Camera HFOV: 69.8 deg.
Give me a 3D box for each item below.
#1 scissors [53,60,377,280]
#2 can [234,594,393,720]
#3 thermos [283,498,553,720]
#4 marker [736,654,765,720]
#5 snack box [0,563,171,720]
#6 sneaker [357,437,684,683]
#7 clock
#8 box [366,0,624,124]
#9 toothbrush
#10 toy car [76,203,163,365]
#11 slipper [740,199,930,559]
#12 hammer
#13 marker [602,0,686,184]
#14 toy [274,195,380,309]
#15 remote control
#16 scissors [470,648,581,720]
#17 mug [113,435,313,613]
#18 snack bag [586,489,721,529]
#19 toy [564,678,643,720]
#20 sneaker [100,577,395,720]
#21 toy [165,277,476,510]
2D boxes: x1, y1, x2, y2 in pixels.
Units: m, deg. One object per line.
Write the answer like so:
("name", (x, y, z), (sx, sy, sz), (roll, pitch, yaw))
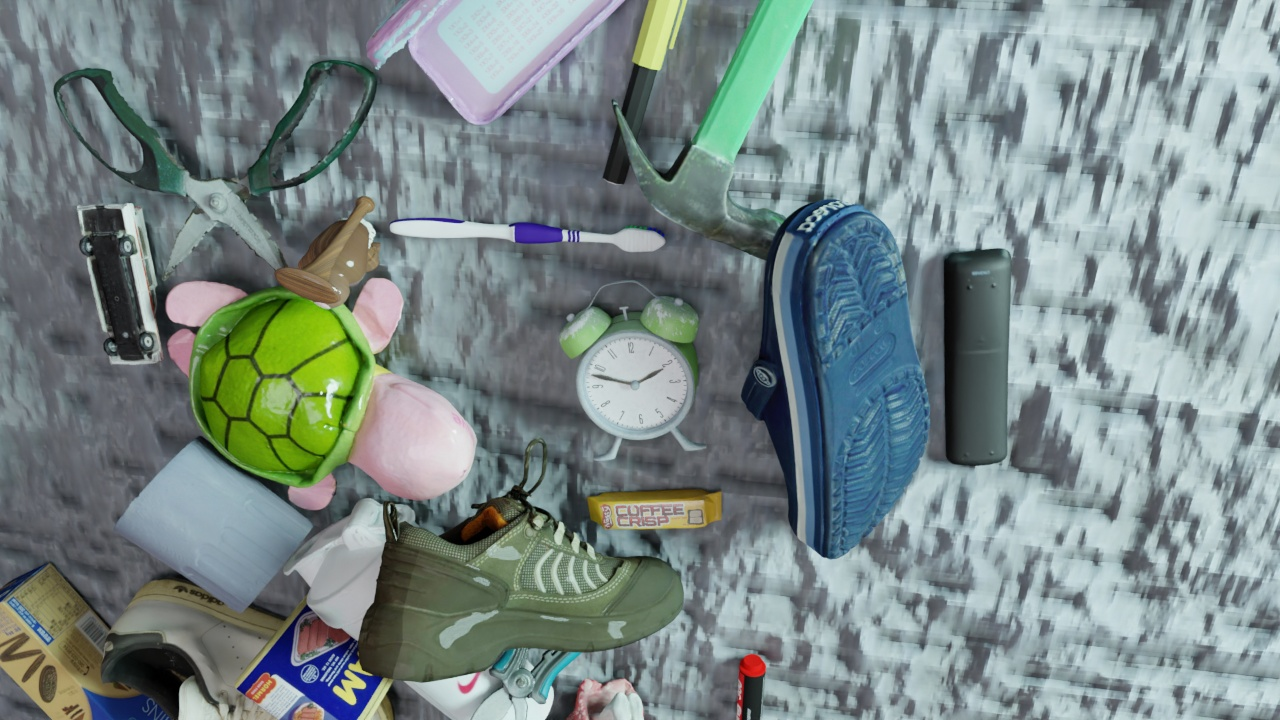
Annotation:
("scissors", (-0.273, -0.148, 0.595), (0.202, 0.015, 0.201), (-43, 93, 9))
("can", (-0.242, 0.235, 0.711), (0.092, 0.116, 0.057), (40, 112, -7))
("thermos", (-0.160, 0.203, 0.704), (0.099, 0.099, 0.220), (-32, 110, 19))
("marker", (0.086, 0.300, 0.745), (0.023, 0.021, 0.145), (17, 118, 34))
("snack box", (-0.478, 0.276, 0.792), (0.056, 0.057, 0.207), (-26, 107, 18))
("sneaker", (-0.079, 0.127, 0.632), (0.101, 0.237, 0.143), (-12, 79, 51))
("clock", (-0.004, 0.004, 0.619), (0.094, 0.042, 0.119), (-7, 112, 9))
("box", (-0.053, -0.222, 0.502), (0.215, 0.092, 0.089), (-36, 103, 20))
("toothbrush", (-0.076, -0.084, 0.606), (0.187, 0.016, 0.015), (4, 113, 8))
("toy car", (-0.359, -0.054, 0.643), (0.039, 0.039, 0.113), (-1, 108, 8))
("slipper", (0.117, 0.011, 0.583), (0.095, 0.104, 0.253), (26, 140, 42))
("hammer", (0.089, -0.219, 0.511), (0.130, 0.032, 0.319), (22, 112, -13))
("marker", (0.002, -0.167, 0.559), (0.021, 0.017, 0.124), (18, 115, 0))
("toy", (-0.197, -0.064, 0.591), (0.041, 0.101, 0.055), (22, 131, -8))
("remote control", (0.221, 0.002, 0.599), (0.041, 0.020, 0.152), (-4, 113, 11))
("scissors", (-0.071, 0.216, 0.693), (0.124, 0.019, 0.155), (0, 76, -18))
("mug", (-0.308, 0.119, 0.676), (0.104, 0.124, 0.083), (40, 76, -11))
("snack bag", (0.010, 0.109, 0.674), (0.099, 0.020, 0.026), (-2, 111, 8))
("toy", (-0.056, 0.330, 0.742), (0.159, 0.084, 0.195), (33, 114, -15))
("sneaker", (-0.319, 0.268, 0.741), (0.241, 0.102, 0.089), (29, 113, -6))
("toy", (-0.224, 0.026, 0.635), (0.238, 0.087, 0.190), (28, 103, 1))
